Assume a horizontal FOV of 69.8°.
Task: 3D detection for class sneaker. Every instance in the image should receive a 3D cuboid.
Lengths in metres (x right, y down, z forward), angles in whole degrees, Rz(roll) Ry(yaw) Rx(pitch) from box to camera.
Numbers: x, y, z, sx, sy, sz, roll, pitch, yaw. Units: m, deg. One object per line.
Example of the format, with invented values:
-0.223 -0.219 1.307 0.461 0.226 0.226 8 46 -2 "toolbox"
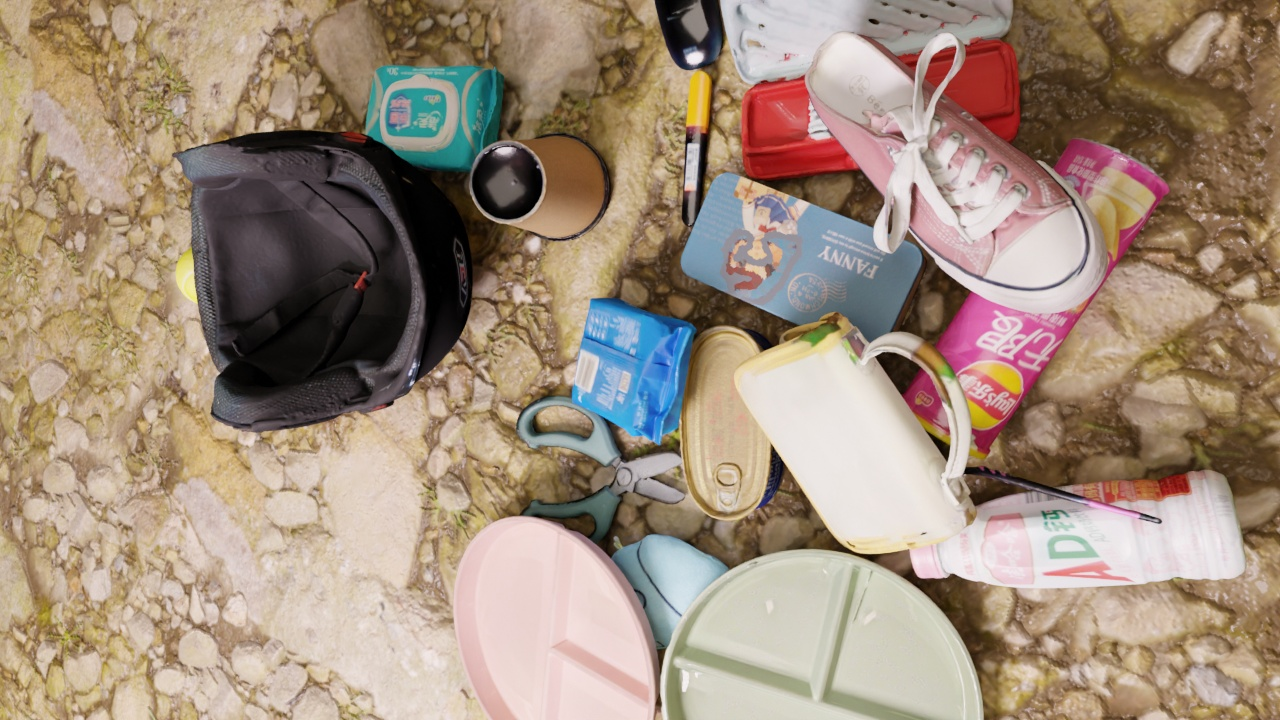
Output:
0.185 -0.124 0.575 0.118 0.087 0.241 -47 69 23 "sneaker"

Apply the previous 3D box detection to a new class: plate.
-0.073 0.239 0.768 0.230 0.028 0.229 9 104 37 "plate"
0.129 0.250 0.674 0.230 0.027 0.230 1 93 15 "plate"

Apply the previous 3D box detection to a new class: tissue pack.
-0.004 0.004 0.719 0.157 0.052 0.095 22 101 62 "tissue pack"
-0.185 -0.219 0.834 0.134 0.050 0.093 8 93 24 "tissue pack"

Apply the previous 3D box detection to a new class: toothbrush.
0.249 0.078 0.615 0.189 0.014 0.018 13 89 49 "toothbrush"

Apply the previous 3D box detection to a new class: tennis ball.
-0.443 -0.088 0.947 0.066 0.065 0.065 0 90 25 "tennis ball"

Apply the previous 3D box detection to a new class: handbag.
0.159 0.042 0.602 0.163 0.063 0.179 56 155 -2 "handbag"

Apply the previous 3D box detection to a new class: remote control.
0.033 -0.305 0.746 0.053 0.024 0.136 -14 84 25 "remote control"

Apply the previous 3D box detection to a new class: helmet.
-0.253 -0.074 0.769 0.275 0.229 0.234 7 107 26 "helmet"

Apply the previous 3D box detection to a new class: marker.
0.045 -0.171 0.747 0.018 0.015 0.124 7 96 26 "marker"

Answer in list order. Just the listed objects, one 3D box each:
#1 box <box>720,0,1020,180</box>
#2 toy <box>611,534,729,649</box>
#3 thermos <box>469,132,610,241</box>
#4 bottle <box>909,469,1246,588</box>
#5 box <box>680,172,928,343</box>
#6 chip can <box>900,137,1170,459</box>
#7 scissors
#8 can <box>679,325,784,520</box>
0.164 -0.216 0.666 0.201 0.063 0.160 -3 106 25 "box"
0.039 0.196 0.732 0.162 0.049 0.156 -35 84 23 "toy"
-0.082 -0.142 0.743 0.093 0.143 0.093 2 99 14 "thermos"
0.282 0.118 0.611 0.197 0.068 0.068 -13 85 27 "bottle"
0.127 -0.070 0.683 0.184 0.063 0.090 25 101 25 "box"
0.259 -0.039 0.616 0.071 0.071 0.211 35 104 21 "chip can"
-0.044 0.084 0.787 0.177 0.019 0.172 -25 79 25 "scissors"
0.073 0.047 0.715 0.075 0.049 0.148 -2 89 25 "can"
